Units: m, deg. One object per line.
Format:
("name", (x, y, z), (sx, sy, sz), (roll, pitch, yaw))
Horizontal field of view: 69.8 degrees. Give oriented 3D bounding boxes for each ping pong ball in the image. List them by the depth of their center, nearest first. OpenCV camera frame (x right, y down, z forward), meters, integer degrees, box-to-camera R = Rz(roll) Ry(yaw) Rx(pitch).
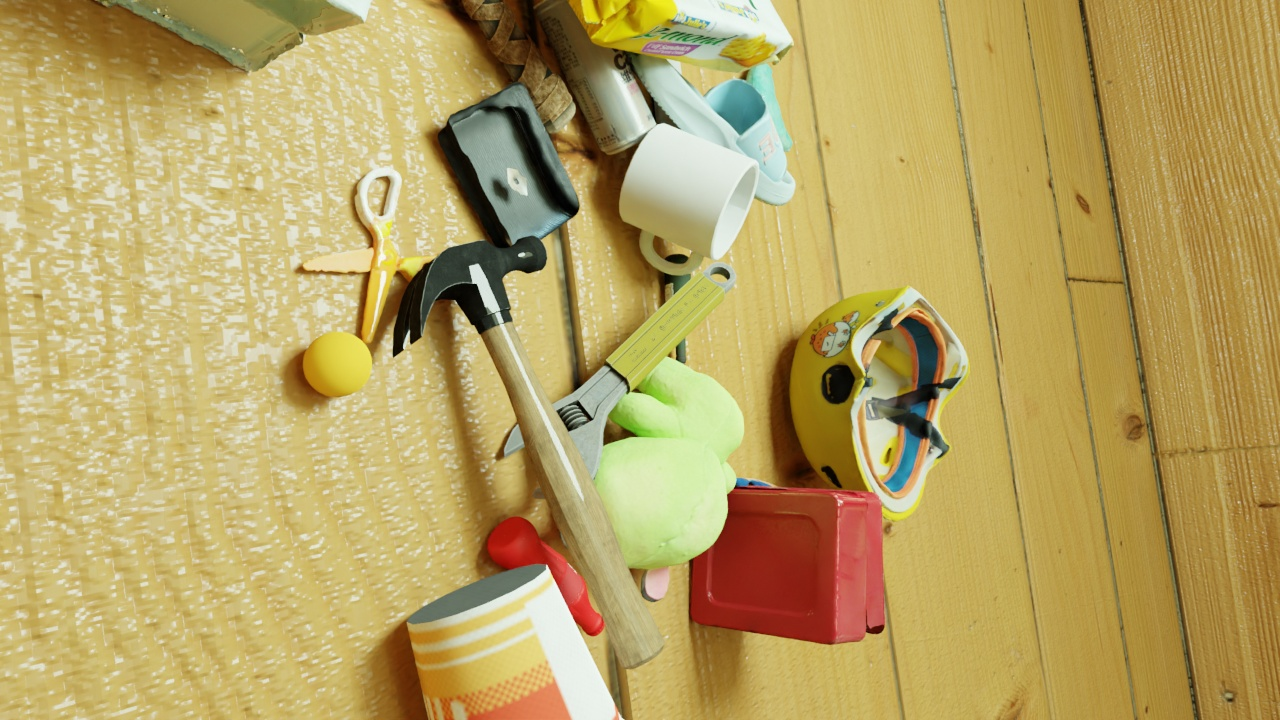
("ping pong ball", (-0.184, 0.002, 0.559), (0.040, 0.040, 0.040), (14, 72, -48))

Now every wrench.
("wrench", (-0.004, 0.004, 0.727), (0.272, 0.083, 0.018), (-43, 160, -30))

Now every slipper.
("slipper", (0.079, -0.227, 0.851), (0.245, 0.074, 0.104), (33, 22, -42))

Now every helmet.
("helmet", (0.232, 0.042, 0.977), (0.209, 0.140, 0.239), (32, 71, -42))

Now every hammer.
("hammer", (-0.064, 0.064, 0.623), (0.132, 0.040, 0.305), (-22, 87, -45))
("hammer", (-0.145, -0.305, 0.672), (0.319, 0.049, 0.121), (54, 49, -31))

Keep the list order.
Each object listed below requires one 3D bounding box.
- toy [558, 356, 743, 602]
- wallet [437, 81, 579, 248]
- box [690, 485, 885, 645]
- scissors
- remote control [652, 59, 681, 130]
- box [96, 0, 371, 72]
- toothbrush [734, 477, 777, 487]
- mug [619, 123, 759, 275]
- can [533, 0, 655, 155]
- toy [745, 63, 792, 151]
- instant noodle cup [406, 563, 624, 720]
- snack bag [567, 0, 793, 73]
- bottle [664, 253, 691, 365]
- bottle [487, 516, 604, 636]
("toy", (0.024, 0.088, 0.747), (0.150, 0.107, 0.196), (46, 40, -33))
("wallet", (-0.100, -0.143, 0.701), (0.089, 0.026, 0.115), (-44, 117, -43))
("box", (0.126, 0.173, 0.800), (0.092, 0.158, 0.129), (10, 78, -42))
("scissors", (-0.172, -0.075, 0.613), (0.125, 0.011, 0.128), (-15, 92, -52))
("remote control", (0.027, -0.260, 0.891), (0.045, 0.008, 0.146), (-1, 83, -50))
("box", (-0.249, -0.212, 0.452), (0.197, 0.135, 0.040), (23, 75, -46))
("toothbrush", (0.104, 0.123, 0.900), (0.135, 0.017, 0.021), (25, 68, -48))
("mug", (0.038, -0.132, 0.800), (0.090, 0.090, 0.121), (-37, 149, -61))
("can", (-0.037, -0.246, 0.777), (0.054, 0.054, 0.136), (-46, 117, -44))
("toy", (0.140, -0.280, 1.016), (0.084, 0.033, 0.105), (-32, 106, -60))
("instant noodle cup", (-0.083, 0.205, 0.584), (0.123, 0.124, 0.121), (-19, 89, -50))
("snack bag", (0.012, -0.313, 0.745), (0.246, 0.068, 0.159), (-10, 70, -49))
("bottle", (0.036, -0.045, 0.843), (0.025, 0.025, 0.106), (10, 75, -49))
("bottle", (-0.064, 0.163, 0.672), (0.119, 0.036, 0.036), (53, 46, -29))
